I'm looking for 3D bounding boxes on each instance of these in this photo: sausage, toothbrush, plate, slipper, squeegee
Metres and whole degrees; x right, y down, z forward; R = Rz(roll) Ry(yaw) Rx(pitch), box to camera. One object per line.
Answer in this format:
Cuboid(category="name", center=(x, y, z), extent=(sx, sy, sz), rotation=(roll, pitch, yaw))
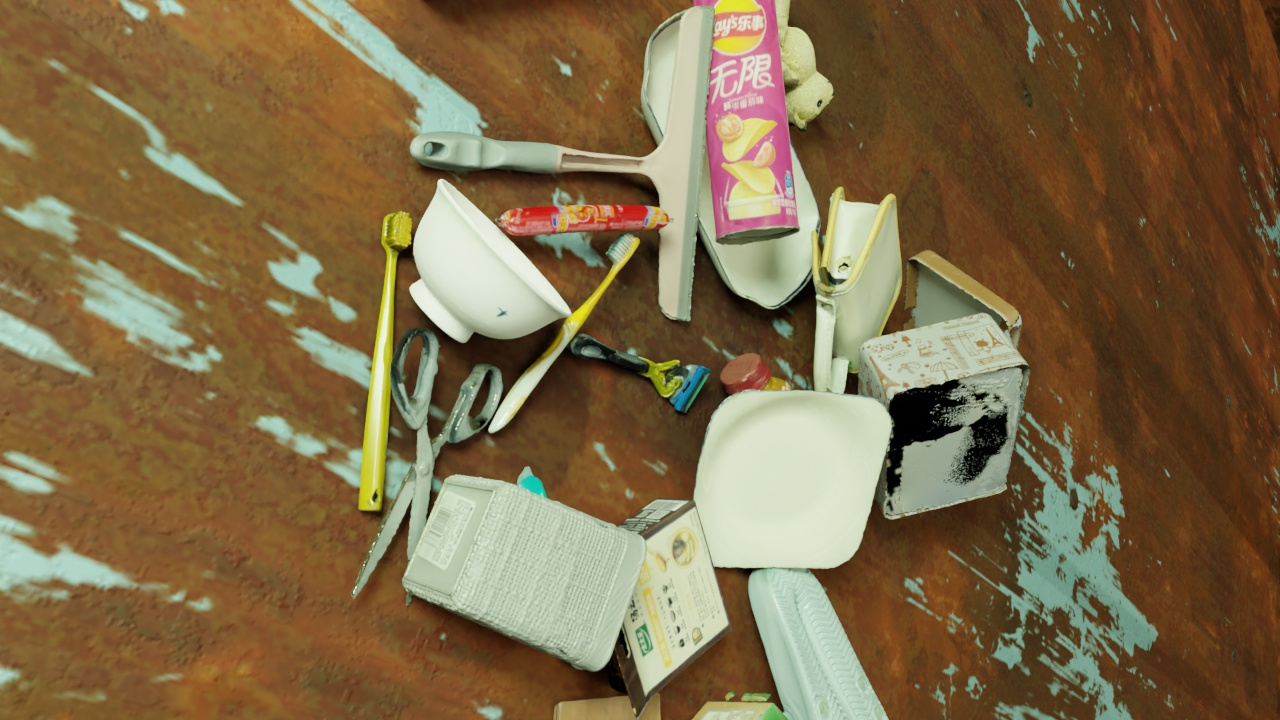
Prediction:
Cuboid(category="sausage", center=(-0.036, -0.103, 0.667), extent=(0.155, 0.020, 0.020), rotation=(-8, 91, -37))
Cuboid(category="toothbrush", center=(-0.159, -0.002, 0.573), extent=(0.015, 0.017, 0.190), rotation=(11, 77, -41))
Cuboid(category="plate", center=(0.120, 0.097, 0.769), extent=(0.164, 0.034, 0.164), rotation=(5, 109, -16))
Cuboid(category="slipper", center=(0.147, 0.292, 0.796), extent=(0.103, 0.074, 0.245), rotation=(-12, 77, -51))
Cuboid(category="toothbrush", center=(-0.055, -0.024, 0.662), extent=(0.018, 0.016, 0.191), rotation=(45, 64, -23))
Cuboid(category="squeegee", center=(-0.058, -0.148, 0.675), extent=(0.249, 0.040, 0.248), rotation=(-5, 106, -38))
Cuboid(category="plate", center=(0.077, -0.172, 0.810), extent=(0.161, 0.034, 0.266), rotation=(-44, 115, -37))

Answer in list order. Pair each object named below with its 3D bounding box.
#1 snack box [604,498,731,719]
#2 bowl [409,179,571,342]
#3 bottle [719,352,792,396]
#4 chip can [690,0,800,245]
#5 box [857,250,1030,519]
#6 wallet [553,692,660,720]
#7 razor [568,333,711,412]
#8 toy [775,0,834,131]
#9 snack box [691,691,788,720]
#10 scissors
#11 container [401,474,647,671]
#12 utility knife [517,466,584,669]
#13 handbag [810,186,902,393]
Cuboid(category="snack box", center=(0.006, 0.179, 0.685), extent=(0.125, 0.053, 0.113), rotation=(-24, 102, -42))
Cuboid(category="bowl", center=(-0.107, -0.051, 0.586), extent=(0.065, 0.118, 0.118), rotation=(-43, 121, 3))
Cuboid(category="bottle", center=(0.129, 0.070, 0.814), extent=(0.175, 0.058, 0.057), rotation=(55, 52, -25))
Cuboid(category="chip can", center=(0.084, -0.204, 0.745), extent=(0.071, 0.072, 0.210), rotation=(-3, 87, -44))
Cuboid(category="box", center=(0.276, 0.013, 0.897), extent=(0.192, 0.156, 0.183), rotation=(-108, -173, -49))
Cuboid(category="wallet", center=(-0.024, 0.303, 0.666), extent=(0.101, 0.020, 0.115), rotation=(14, 73, -41))
Cuboid(category="razor", center=(-0.004, 0.004, 0.718), extent=(0.142, 0.022, 0.043), rotation=(21, 101, -43))
Cuboid(category="toy", center=(0.141, -0.295, 0.851), extent=(0.105, 0.066, 0.157), rotation=(-80, 159, -57))
Cuboid(category="snack box", center=(0.077, 0.331, 0.706), extent=(0.117, 0.118, 0.105), rotation=(-36, 97, -41))
Cuboid(category="scissors", center=(-0.135, 0.061, 0.579), extent=(0.174, 0.014, 0.159), rotation=(-43, 129, -47))
Cuboid(category="container", center=(-0.075, 0.129, 0.575), extent=(0.114, 0.090, 0.090), rotation=(32, 69, -33))
Cuboid(category="utility knife", center=(-0.061, 0.151, 0.654), extent=(0.029, 0.013, 0.157), rotation=(-21, 97, -46))
Cuboid(category="handbag", center=(0.186, -0.050, 0.850), extent=(0.178, 0.063, 0.163), rotation=(-66, 152, -20))
